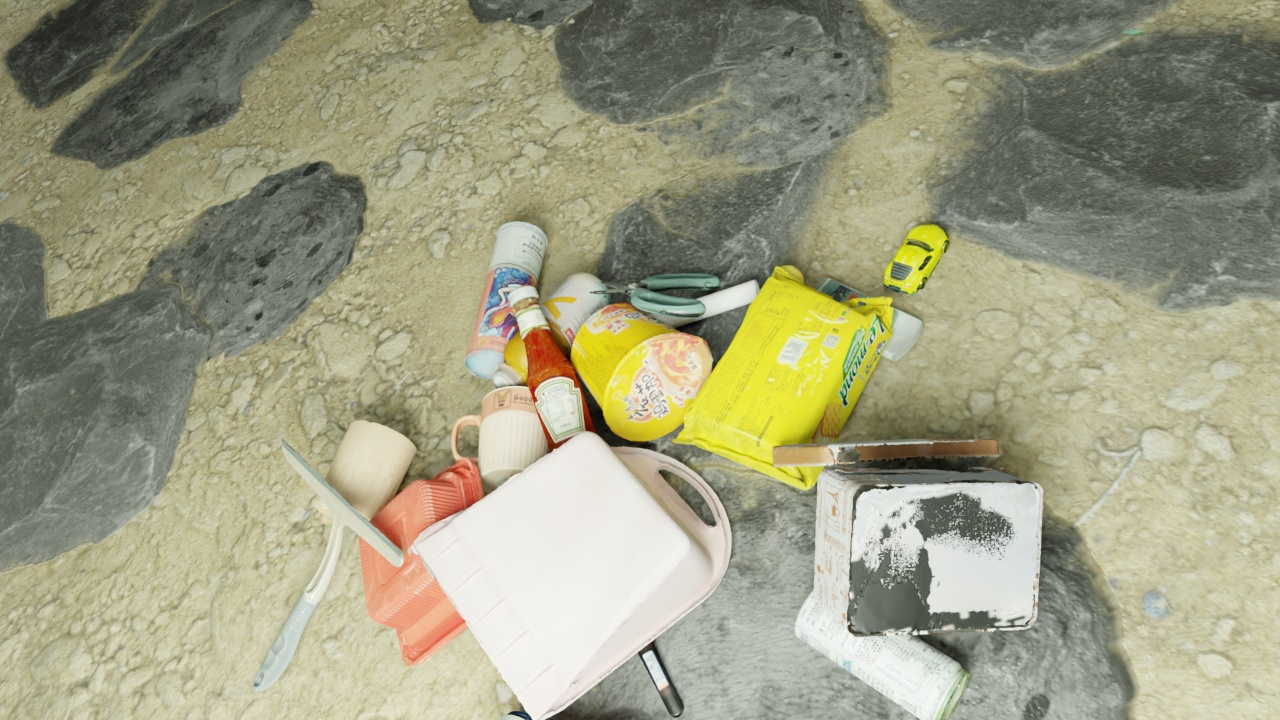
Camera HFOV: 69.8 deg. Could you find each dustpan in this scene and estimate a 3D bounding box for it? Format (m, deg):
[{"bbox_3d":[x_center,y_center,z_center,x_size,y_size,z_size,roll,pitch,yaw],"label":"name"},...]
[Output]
[{"bbox_3d":[-0.045,0.196,0.911,0.273,0.139,0.222,-39,62,-5],"label":"dustpan"}]

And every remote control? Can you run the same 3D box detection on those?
[{"bbox_3d":[0.252,-0.048,1.051,0.135,0.019,0.056,32,70,35],"label":"remote control"}]

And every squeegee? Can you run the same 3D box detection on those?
[{"bbox_3d":[-0.358,0.250,0.992,0.247,0.039,0.247,29,98,36],"label":"squeegee"}]

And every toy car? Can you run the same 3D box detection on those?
[{"bbox_3d":[0.323,-0.123,1.074,0.048,0.032,0.105,23,64,32],"label":"toy car"}]

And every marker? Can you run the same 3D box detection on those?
[{"bbox_3d":[0.010,0.290,0.892,0.018,0.015,0.123,-31,53,-2],"label":"marker"}]

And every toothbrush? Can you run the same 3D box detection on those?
[{"bbox_3d":[0.040,-0.053,1.125,0.221,0.026,0.026,-18,39,6],"label":"toothbrush"}]

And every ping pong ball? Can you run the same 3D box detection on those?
[{"bbox_3d":[0.176,-0.094,1.098,0.040,0.040,0.040,-10,52,13],"label":"ping pong ball"}]

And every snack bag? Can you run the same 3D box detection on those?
[{"bbox_3d":[0.159,0.013,0.996,0.158,0.068,0.246,20,69,30],"label":"snack bag"}]

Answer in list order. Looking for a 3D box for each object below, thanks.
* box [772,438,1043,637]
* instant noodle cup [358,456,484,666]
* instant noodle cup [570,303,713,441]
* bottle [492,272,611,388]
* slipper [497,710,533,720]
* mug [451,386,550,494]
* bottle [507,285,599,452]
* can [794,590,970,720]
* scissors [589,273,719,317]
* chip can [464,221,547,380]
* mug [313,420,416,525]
[{"bbox_3d":[0.229,0.143,0.840,0.183,0.193,0.157,1,93,-11],"label":"box"},{"bbox_3d":[-0.229,0.203,0.966,0.165,0.079,0.188,-42,47,22],"label":"instant noodle cup"},{"bbox_3d":[-0.006,0.006,1.037,0.138,0.138,0.110,-37,43,-9],"label":"instant noodle cup"},{"bbox_3d":[-0.109,-0.031,1.115,0.068,0.068,0.189,18,51,29],"label":"bottle"},{"bbox_3d":[-0.021,0.378,0.791,0.253,0.105,0.095,21,37,24],"label":"slipper"},{"bbox_3d":[-0.158,0.095,1.045,0.114,0.082,0.105,0,55,-1],"label":"mug"},{"bbox_3d":[-0.102,0.013,1.029,0.060,0.060,0.206,-22,74,3],"label":"bottle"},{"bbox_3d":[0.211,0.259,0.814,0.147,0.058,0.058,28,68,33],"label":"can"},{"bbox_3d":[0.037,-0.082,1.080,0.178,0.019,0.170,-17,25,-41],"label":"scissors"},{"bbox_3d":[-0.173,-0.078,1.191,0.071,0.071,0.214,-4,55,17],"label":"chip can"},{"bbox_3d":[-0.331,0.139,1.080,0.125,0.084,0.103,-22,41,49],"label":"mug"}]
